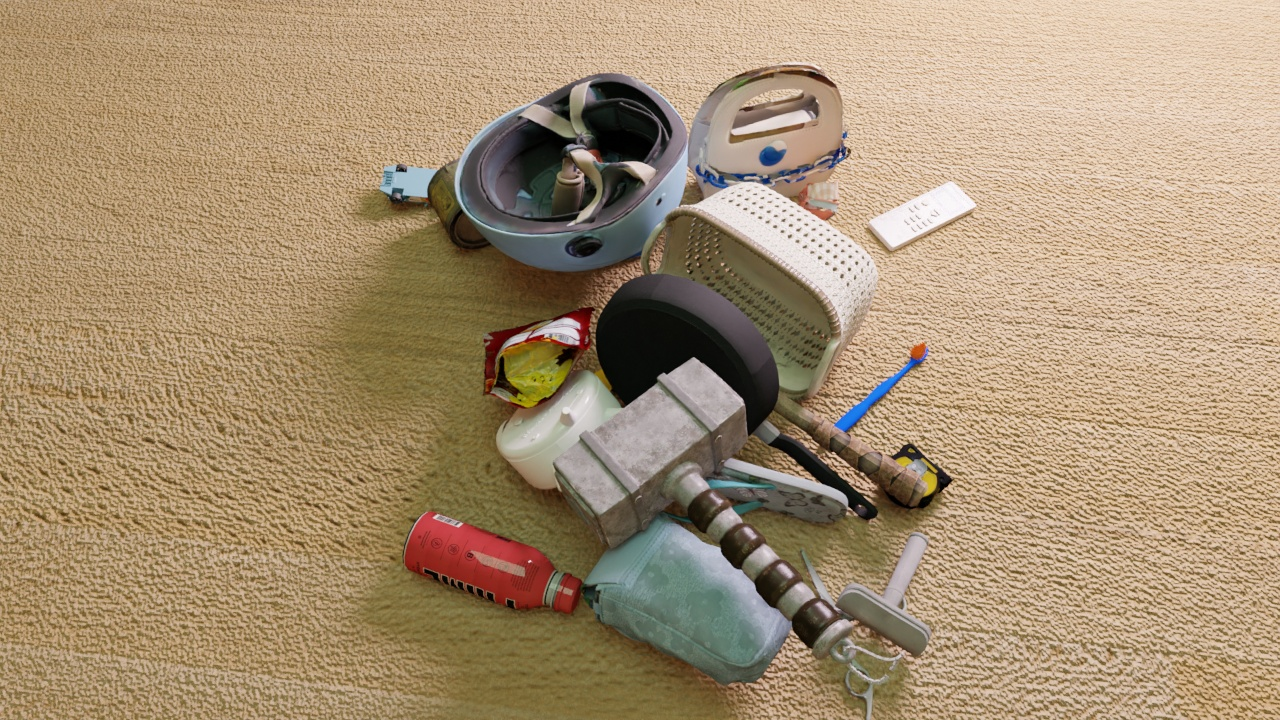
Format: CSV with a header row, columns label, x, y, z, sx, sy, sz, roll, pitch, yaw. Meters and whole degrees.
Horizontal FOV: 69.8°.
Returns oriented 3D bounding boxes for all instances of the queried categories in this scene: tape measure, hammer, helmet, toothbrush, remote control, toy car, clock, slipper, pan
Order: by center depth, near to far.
label,x,y,z,sx,sy,sz,roll,pitch,yaw
hammer,0.082,0.154,0.791,0.176,0.080,0.326,-36,58,-15
slipper,0.075,0.132,0.929,0.269,0.098,0.054,11,58,7
pan,0.099,0.056,0.942,0.355,0.205,0.043,41,52,0
clock,-0.087,0.064,0.946,0.125,0.073,0.161,-46,24,-16
tape measure,0.286,0.124,0.965,0.061,0.034,0.062,-39,64,-19
hammer,0.157,0.051,0.967,0.319,0.122,0.048,34,65,18
toothbrush,0.264,0.036,1.029,0.182,0.018,0.016,-38,40,-20
helmet,-0.073,-0.195,1.054,0.265,0.167,0.225,-18,55,-7
remote control,0.359,-0.185,1.169,0.135,0.011,0.050,-26,61,-14
toy car,-0.284,-0.224,1.202,0.107,0.028,0.060,4,58,-7

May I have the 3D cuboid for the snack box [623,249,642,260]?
label,x,y,z,sx,sy,sz,roll,pitch,yaw
snack box,-0.048,-0.191,1.170,0.087,0.034,0.151,-15,60,-7

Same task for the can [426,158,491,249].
label,x,y,z,sx,sy,sz,roll,pitch,yaw
can,-0.210,-0.195,1.144,0.089,0.090,0.074,-25,61,-13

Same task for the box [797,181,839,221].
label,x,y,z,sx,sy,sz,roll,pitch,yaw
box,0.208,-0.192,1.082,0.059,0.186,0.056,44,97,-1

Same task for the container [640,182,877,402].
label,x,y,z,sx,sy,sz,roll,pitch,yaw
container,0.137,-0.084,1.019,0.246,0.185,0.142,38,56,20

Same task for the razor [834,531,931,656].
label,x,y,z,sx,sy,sz,roll,pitch,yaw
razor,0.254,0.215,0.898,0.088,0.047,0.116,31,53,12

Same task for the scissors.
label,x,y,z,sx,sy,sz,roll,pitch,yaw
scissors,0.196,0.262,0.893,0.141,0.014,0.174,-7,60,-6

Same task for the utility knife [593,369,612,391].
label,x,y,z,sx,sy,sz,roll,pitch,yaw
utility knife,-0.006,0.006,1.057,0.151,0.017,0.030,-28,66,-14

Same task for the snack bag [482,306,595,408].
label,x,y,z,sx,sy,sz,roll,pitch,yaw
snack bag,-0.113,-0.021,0.998,0.139,0.067,0.207,-22,19,0

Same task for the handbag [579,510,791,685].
label,x,y,z,sx,sy,sz,roll,pitch,yaw
handbag,0.047,0.226,0.861,0.192,0.119,0.121,21,51,23

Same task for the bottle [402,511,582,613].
label,x,y,z,sx,sy,sz,roll,pitch,yaw
bottle,-0.144,0.205,0.909,0.177,0.062,0.062,17,60,12

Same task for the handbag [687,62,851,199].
label,x,y,z,sx,sy,sz,roll,pitch,yaw
handbag,0.158,-0.272,1.121,0.200,0.200,0.093,-16,63,-6
